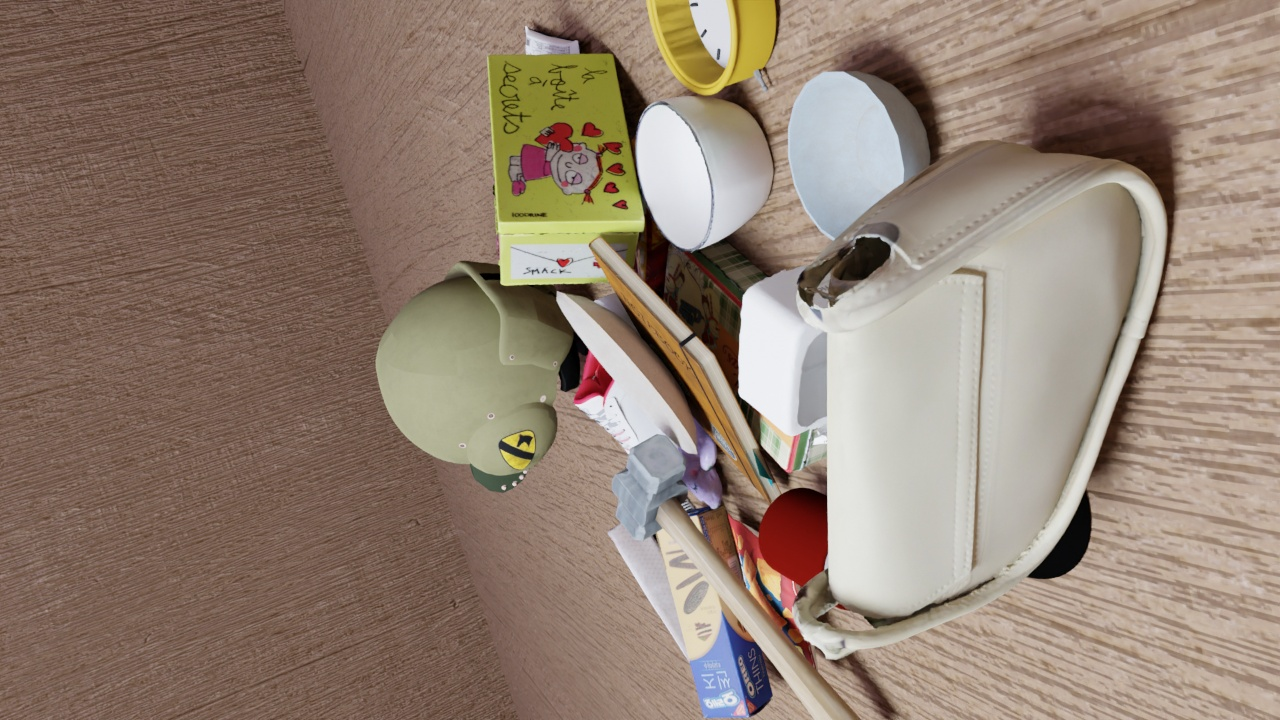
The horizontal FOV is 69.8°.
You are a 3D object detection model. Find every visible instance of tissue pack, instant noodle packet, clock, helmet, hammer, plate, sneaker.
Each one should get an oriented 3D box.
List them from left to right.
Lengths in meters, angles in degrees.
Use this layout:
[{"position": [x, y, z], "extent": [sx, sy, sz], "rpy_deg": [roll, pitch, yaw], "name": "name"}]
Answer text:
[{"position": [-0.175, 0.004, 1.073], "extent": [0.250, 0.255, 0.233], "rpy_deg": [45, 151, 44], "name": "helmet"}, {"position": [-0.088, -0.295, 0.954], "extent": [0.134, 0.026, 0.087], "rpy_deg": [40, 143, 52], "name": "instant noodle packet"}, {"position": [-0.018, 0.044, 0.968], "extent": [0.090, 0.104, 0.237], "rpy_deg": [36, 140, 55], "name": "sneaker"}, {"position": [-0.005, 0.004, 0.817], "extent": [0.188, 0.027, 0.189], "rpy_deg": [48, 173, 8], "name": "plate"}, {"position": [0.010, -0.129, 0.822], "extent": [0.098, 0.039, 0.136], "rpy_deg": [-105, 12, -47], "name": "instant noodle packet"}, {"position": [0.038, 0.262, 1.051], "extent": [0.181, 0.071, 0.104], "rpy_deg": [57, 172, 35], "name": "tissue pack"}, {"position": [0.046, -0.262, 0.640], "extent": [0.113, 0.052, 0.152], "rpy_deg": [32, 141, 57], "name": "clock"}, {"position": [0.087, 0.212, 0.823], "extent": [0.323, 0.051, 0.117], "rpy_deg": [49, 150, 26], "name": "hammer"}]

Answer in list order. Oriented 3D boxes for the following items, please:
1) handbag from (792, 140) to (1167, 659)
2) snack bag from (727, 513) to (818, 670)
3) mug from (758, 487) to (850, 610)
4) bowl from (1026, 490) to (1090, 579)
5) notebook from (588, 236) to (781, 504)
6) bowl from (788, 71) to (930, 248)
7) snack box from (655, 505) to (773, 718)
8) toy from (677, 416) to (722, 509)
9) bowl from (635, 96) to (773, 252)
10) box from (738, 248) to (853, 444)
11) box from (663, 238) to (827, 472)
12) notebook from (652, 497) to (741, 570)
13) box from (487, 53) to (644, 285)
[{"position": [0.139, 0.011, 0.462], "extent": [0.132, 0.183, 0.229], "rpy_deg": [34, 137, 54], "name": "handbag"}, {"position": [0.128, 0.225, 0.864], "extent": [0.144, 0.039, 0.131], "rpy_deg": [-149, 42, -71], "name": "snack bag"}, {"position": [0.155, 0.156, 0.720], "extent": [0.105, 0.073, 0.083], "rpy_deg": [48, 167, -24], "name": "mug"}, {"position": [0.202, 0.085, 0.558], "extent": [0.124, 0.052, 0.124], "rpy_deg": [49, 150, 42], "name": "bowl"}, {"position": [0.048, 0.024, 0.768], "extent": [0.178, 0.014, 0.249], "rpy_deg": [49, 174, 38], "name": "notebook"}, {"position": [0.136, -0.124, 0.554], "extent": [0.106, 0.039, 0.106], "rpy_deg": [49, 150, 42], "name": "bowl"}, {"position": [0.075, 0.256, 0.937], "extent": [0.056, 0.057, 0.206], "rpy_deg": [-18, 84, 35], "name": "snack box"}, {"position": [0.060, 0.101, 0.923], "extent": [0.080, 0.036, 0.100], "rpy_deg": [-137, 35, -63], "name": "toy"}, {"position": [0.051, -0.146, 0.700], "extent": [0.116, 0.065, 0.116], "rpy_deg": [49, 150, 41], "name": "bowl"}, {"position": [0.139, 0.008, 0.570], "extent": [0.130, 0.109, 0.103], "rpy_deg": [47, 149, 46], "name": "box"}, {"position": [0.087, -0.013, 0.753], "extent": [0.205, 0.050, 0.118], "rpy_deg": [49, 151, 40], "name": "box"}, {"position": [0.050, 0.216, 1.073], "extent": [0.206, 0.016, 0.149], "rpy_deg": [51, 152, 40], "name": "notebook"}, {"position": [-0.071, -0.175, 0.808], "extent": [0.082, 0.124, 0.220], "rpy_deg": [101, 166, -55], "name": "box"}]
